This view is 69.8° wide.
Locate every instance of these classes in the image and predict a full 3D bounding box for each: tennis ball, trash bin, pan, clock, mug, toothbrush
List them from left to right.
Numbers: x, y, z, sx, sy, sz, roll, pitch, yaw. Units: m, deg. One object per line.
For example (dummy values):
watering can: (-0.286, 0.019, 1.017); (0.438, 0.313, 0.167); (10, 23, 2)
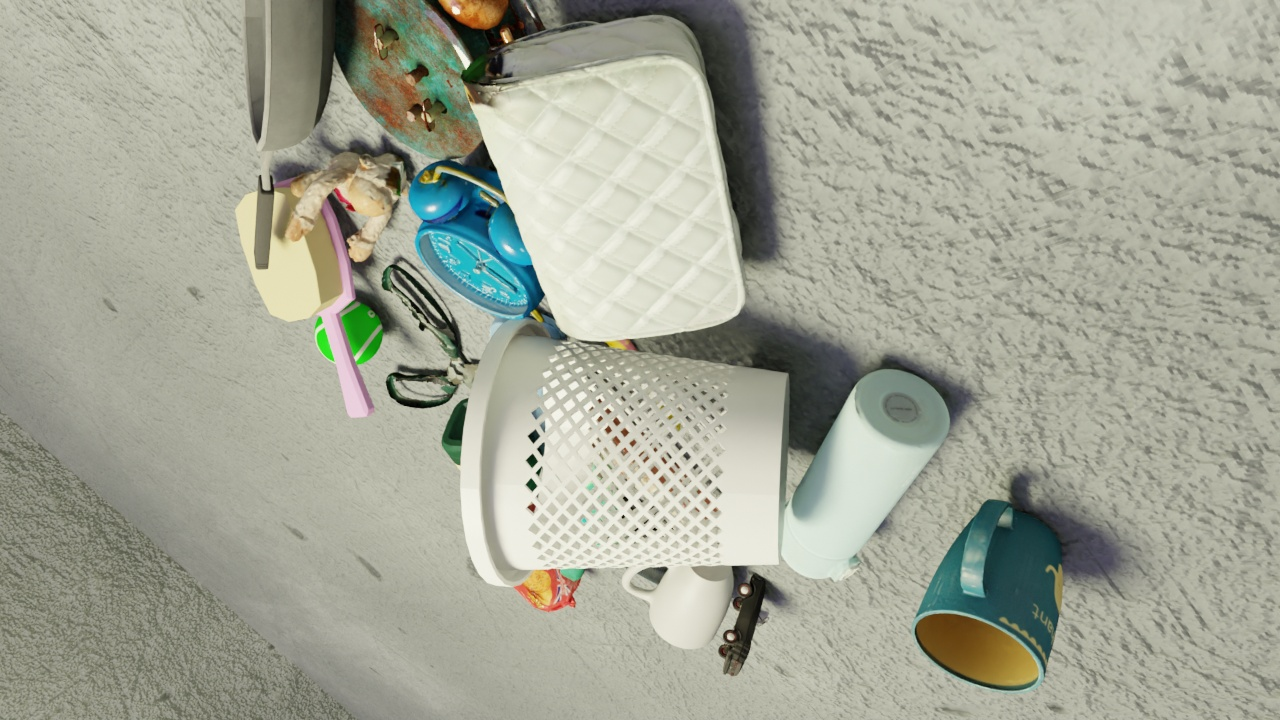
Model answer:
pan: (-0.258, -0.178, 0.654); (0.358, 0.041, 0.178); (-55, 46, 51)
tennis ball: (-0.289, -0.027, 0.911); (0.065, 0.065, 0.065); (23, 142, 19)
clock: (-0.122, -0.192, 0.576); (0.158, 0.073, 0.121); (4, 133, 37)
clock: (-0.110, -0.091, 0.666); (0.117, 0.060, 0.162); (26, 157, 11)
toothbrush: (-0.004, 0.004, 0.746); (0.021, 0.016, 0.135); (-14, 118, 50)
trash bin: (0.002, 0.071, 0.659); (0.200, 0.195, 0.196); (2, 135, 12)
mug: (0.037, 0.218, 0.890); (0.107, 0.071, 0.090); (19, 128, 2)
mug: (0.239, 0.146, 0.618); (0.085, 0.104, 0.112); (6, 132, 36)

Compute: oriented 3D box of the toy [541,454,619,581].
toy: (-0.066, 0.140, 0.884); (0.130, 0.072, 0.194); (44, 135, 29)

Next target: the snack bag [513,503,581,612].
snack bag: (-0.129, 0.206, 1.025); (0.082, 0.082, 0.176); (1, 131, 40)

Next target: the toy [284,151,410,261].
toy: (-0.224, -0.131, 0.746); (0.106, 0.074, 0.085); (-22, 149, 29)

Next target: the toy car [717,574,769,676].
toy car: (0.100, 0.252, 0.868); (0.037, 0.092, 0.040); (17, 142, 10)

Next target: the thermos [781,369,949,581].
thermos: (0.152, 0.091, 0.663); (0.078, 0.065, 0.207); (53, 152, 27)

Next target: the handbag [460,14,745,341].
handbag: (-0.013, -0.105, 0.562); (0.139, 0.072, 0.195); (-7, 131, 11)

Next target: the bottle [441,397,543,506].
bottle: (-0.131, 0.096, 0.872); (0.061, 0.061, 0.131); (0, 140, 21)

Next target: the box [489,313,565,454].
box: (-0.106, 0.022, 0.847); (0.066, 0.037, 0.210); (20, 145, 4)

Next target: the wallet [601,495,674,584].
wallet: (-0.002, 0.184, 0.935); (0.089, 0.026, 0.115); (24, 143, 16)

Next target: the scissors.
scissors: (-0.215, -0.006, 0.908); (0.202, 0.015, 0.202); (-10, 126, 41)

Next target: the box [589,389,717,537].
box: (0.001, 0.088, 0.813); (0.187, 0.085, 0.048); (44, 106, -7)

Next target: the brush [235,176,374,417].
brush: (-0.299, -0.050, 0.841); (0.089, 0.043, 0.229); (-6, 104, 32)
